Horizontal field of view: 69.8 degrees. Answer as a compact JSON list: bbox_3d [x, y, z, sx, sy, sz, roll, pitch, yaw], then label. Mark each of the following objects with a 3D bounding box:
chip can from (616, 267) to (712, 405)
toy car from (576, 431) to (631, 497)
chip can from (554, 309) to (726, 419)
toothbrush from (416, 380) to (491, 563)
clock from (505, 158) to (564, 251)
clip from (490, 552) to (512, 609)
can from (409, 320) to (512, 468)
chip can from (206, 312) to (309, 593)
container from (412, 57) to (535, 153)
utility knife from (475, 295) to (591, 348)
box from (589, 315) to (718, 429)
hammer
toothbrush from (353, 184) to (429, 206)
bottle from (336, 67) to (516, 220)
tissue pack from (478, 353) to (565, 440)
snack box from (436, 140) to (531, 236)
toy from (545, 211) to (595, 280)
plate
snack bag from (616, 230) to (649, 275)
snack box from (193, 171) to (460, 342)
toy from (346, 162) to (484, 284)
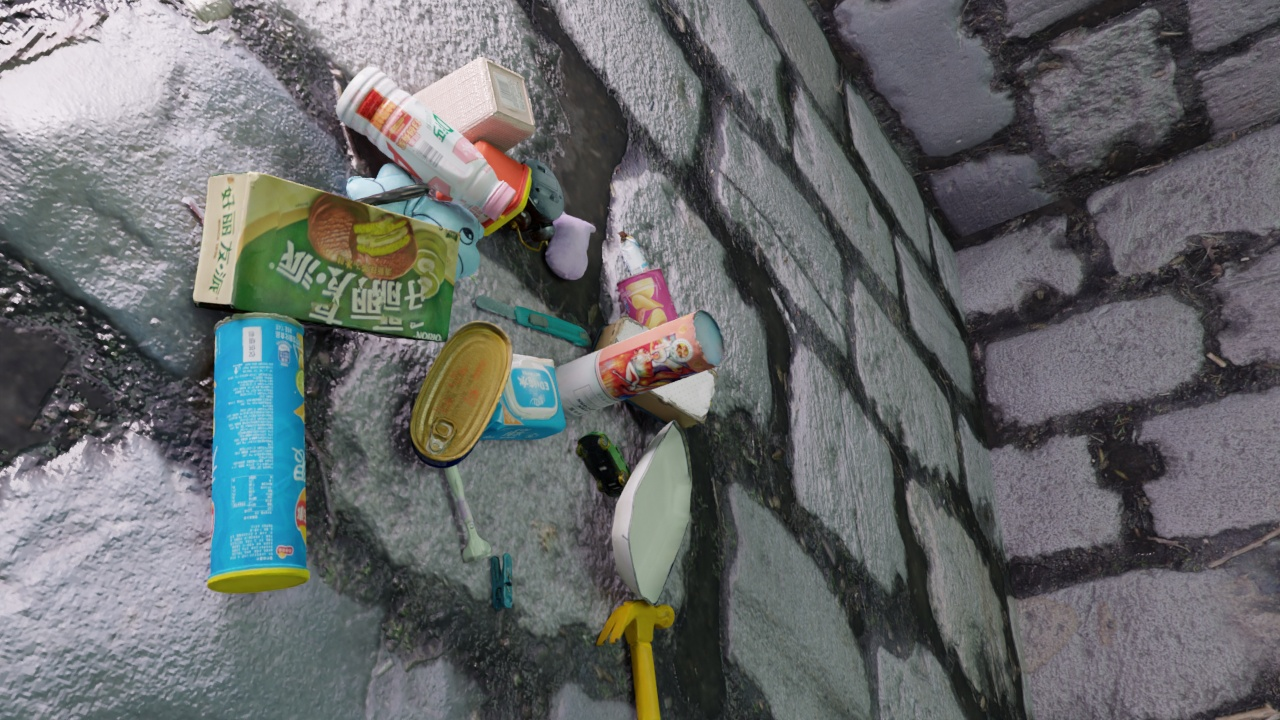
[{"bbox_3d":[0.033,-0.023,1.309,0.071,0.072,0.210,-17,86,-59],"label":"chip can"},{"bbox_3d":[-0.042,0.125,1.127,0.091,0.043,0.036,60,33,-19],"label":"toy car"},{"bbox_3d":[-0.006,0.006,1.084,0.071,0.215,0.071,35,44,-43],"label":"chip can"},{"bbox_3d":[-0.192,0.110,0.922,0.029,0.020,0.189,-17,84,-27],"label":"toothbrush"},{"bbox_3d":[-0.140,-0.195,1.155,0.082,0.055,0.121,21,55,-52],"label":"clock"},{"bbox_3d":[-0.140,0.224,0.930,0.014,0.043,0.056,18,58,-50],"label":"clip"},{"bbox_3d":[-0.177,0.034,0.905,0.074,0.049,0.148,24,69,-7],"label":"can"},{"bbox_3d":[-0.300,0.071,0.722,0.071,0.071,0.210,20,55,-52],"label":"chip can"},{"bbox_3d":[-0.192,-0.286,1.072,0.089,0.111,0.090,7,66,-57],"label":"container"},{"bbox_3d":[-0.126,-0.047,1.127,0.215,0.013,0.029,18,57,-53],"label":"utility knife"},{"bbox_3d":[0.012,0.016,1.207,0.184,0.061,0.089,33,60,-18],"label":"box"},{"bbox_3d":[0.011,0.422,1.039,0.128,0.033,0.300,22,54,-51],"label":"hammer"},{"bbox_3d":[-0.280,-0.155,0.902,0.180,0.018,0.015,-25,83,-46],"label":"toothbrush"},{"bbox_3d":[-0.221,-0.224,0.970,0.197,0.068,0.068,36,39,-11],"label":"bottle"},{"bbox_3d":[-0.141,0.039,0.999,0.139,0.063,0.090,8,65,-56],"label":"tissue pack"},{"bbox_3d":[-0.182,-0.198,1.058,0.080,0.091,0.081,36,43,-33],"label":"snack box"},{"bbox_3d":[-0.097,-0.155,1.215,0.083,0.039,0.107,24,54,-28],"label":"toy"},{"bbox_3d":[0.016,0.184,1.143,0.265,0.034,0.162,-57,142,-59],"label":"plate"},{"bbox_3d":[-0.006,-0.146,1.367,0.104,0.026,0.048,65,18,-7],"label":"snack bag"},{"bbox_3d":[-0.273,-0.086,0.834,0.239,0.063,0.114,11,85,-56],"label":"snack box"},{"bbox_3d":[-0.231,-0.141,0.982,0.161,0.050,0.156,-42,108,-50],"label":"toy"}]
